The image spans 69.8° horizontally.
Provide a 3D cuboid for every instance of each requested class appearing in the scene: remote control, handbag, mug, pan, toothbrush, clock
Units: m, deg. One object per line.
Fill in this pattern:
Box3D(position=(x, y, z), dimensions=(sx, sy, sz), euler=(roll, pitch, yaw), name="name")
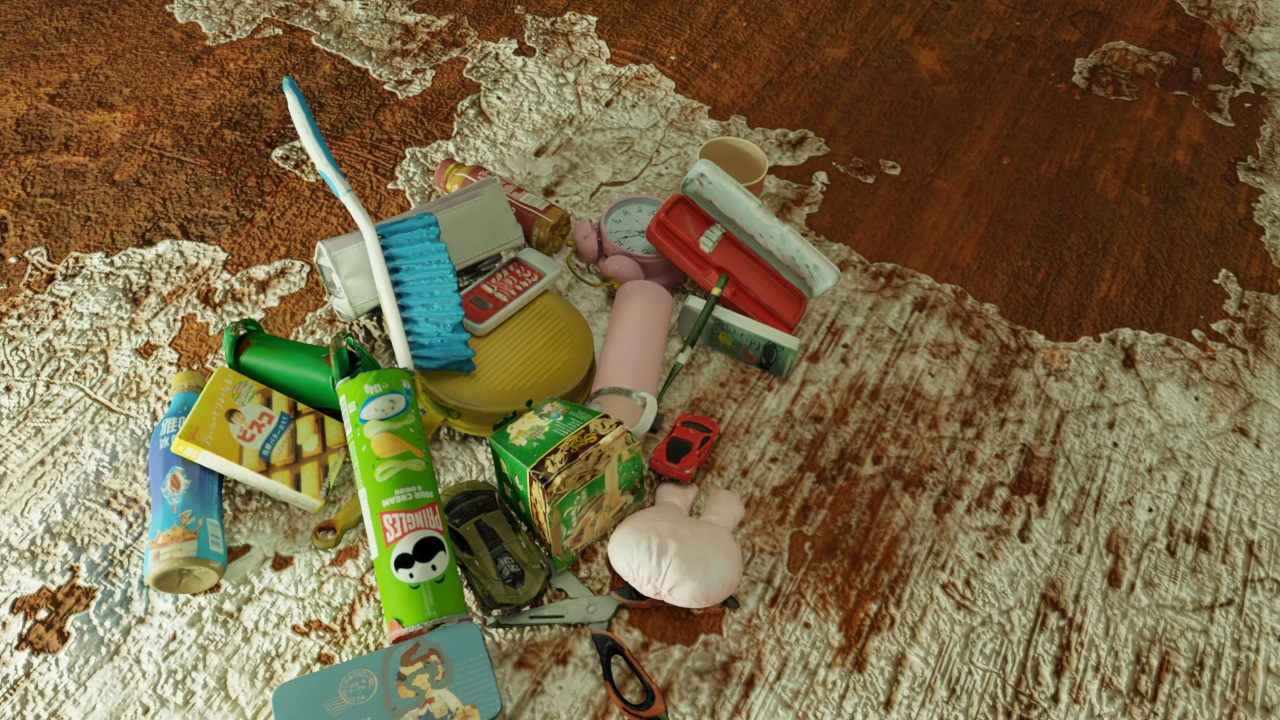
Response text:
Box3D(position=(0.105, -0.025, 0.991), dimensions=(0.135, 0.056, 0.019), euler=(24, 55, 12), name="remote control")
Box3D(position=(-0.325, 0.007, 0.890), dimensions=(0.131, 0.120, 0.067), euler=(12, 57, 5), name="handbag")
Box3D(position=(0.108, -0.186, 1.080), dimensions=(0.081, 0.106, 0.114), euler=(-17, 56, -17), name="mug")
Box3D(position=(-0.191, 0.049, 0.918), dimensions=(0.198, 0.078, 0.356), euler=(30, 50, 20), name="pan")
Box3D(position=(0.051, -0.009, 0.957), dimensions=(0.017, 0.012, 0.185), euler=(26, 79, 6), name="toothbrush")
Box3D(position=(-0.241, -0.116, 0.984), dimensions=(0.196, 0.098, 0.145), euler=(-26, 15, -21), name="handbag")
Box3D(position=(-0.143, -0.075, 0.974), dimensions=(0.056, 0.020, 0.135), euler=(31, 50, 22), name="remote control")
Box3D(position=(-0.013, -0.129, 1.056), dimensions=(0.158, 0.060, 0.117), euler=(-31, 63, -25), name="clock")

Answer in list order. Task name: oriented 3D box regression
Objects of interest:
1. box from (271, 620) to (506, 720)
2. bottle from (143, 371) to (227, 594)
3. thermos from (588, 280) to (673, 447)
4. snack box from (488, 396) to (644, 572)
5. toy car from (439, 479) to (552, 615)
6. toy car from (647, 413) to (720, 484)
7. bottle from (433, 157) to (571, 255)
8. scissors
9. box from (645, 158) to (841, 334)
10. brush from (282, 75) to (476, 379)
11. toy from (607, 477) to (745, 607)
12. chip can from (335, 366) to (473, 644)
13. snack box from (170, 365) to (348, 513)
Box3D(position=(-0.203, 0.281, 0.731), dimensions=(0.184, 0.062, 0.089), euler=(-16, 55, -18), name="box")
Box3D(position=(-0.417, 0.103, 0.843), dimensions=(0.065, 0.065, 0.218), euler=(-11, 55, -13), name="bottle")
Box3D(position=(-0.006, 0.005, 0.941), dimensions=(0.067, 0.087, 0.198), euler=(34, 46, -25), name="thermos")
Box3D(position=(-0.074, 0.103, 0.850), dimensions=(0.106, 0.118, 0.118), euler=(30, 49, 35), name="snack box")
Box3D(position=(-0.139, 0.164, 0.832), dimensions=(0.070, 0.042, 0.158), euler=(-27, 49, -24), name="toy car")
Box3D(position=(0.046, 0.082, 0.908), dimensions=(0.049, 0.031, 0.106), euler=(19, 33, 17), name="toy car")
Box3D(position=(-0.167, -0.187, 1.089), dimensions=(0.175, 0.058, 0.057), euler=(30, 56, 17), name="bottle")
Box3D(position=(-0.022, 0.225, 0.815), dimensions=(0.188, 0.015, 0.222), euler=(-32, 59, -27), name="scissors")
Box3D(position=(0.114, -0.122, 0.996), dimensions=(0.201, 0.102, 0.095), euler=(39, 54, -4), name="box")
Box3D(position=(-0.248, -0.129, 0.877), dimensions=(0.109, 0.061, 0.314), euler=(-15, 88, -16), name="brush")
Box3D(position=(0.040, 0.162, 0.834), dimensions=(0.121, 0.054, 0.159), euler=(18, 32, 14), name="toy")
Box3D(position=(-0.211, 0.123, 0.806), dimensions=(0.072, 0.072, 0.235), euler=(-14, 70, -15), name="chip can")
Box3D(position=(-0.346, 0.074, 0.851), dimensions=(0.140, 0.034, 0.086), euler=(29, 46, -19), name="snack box")
